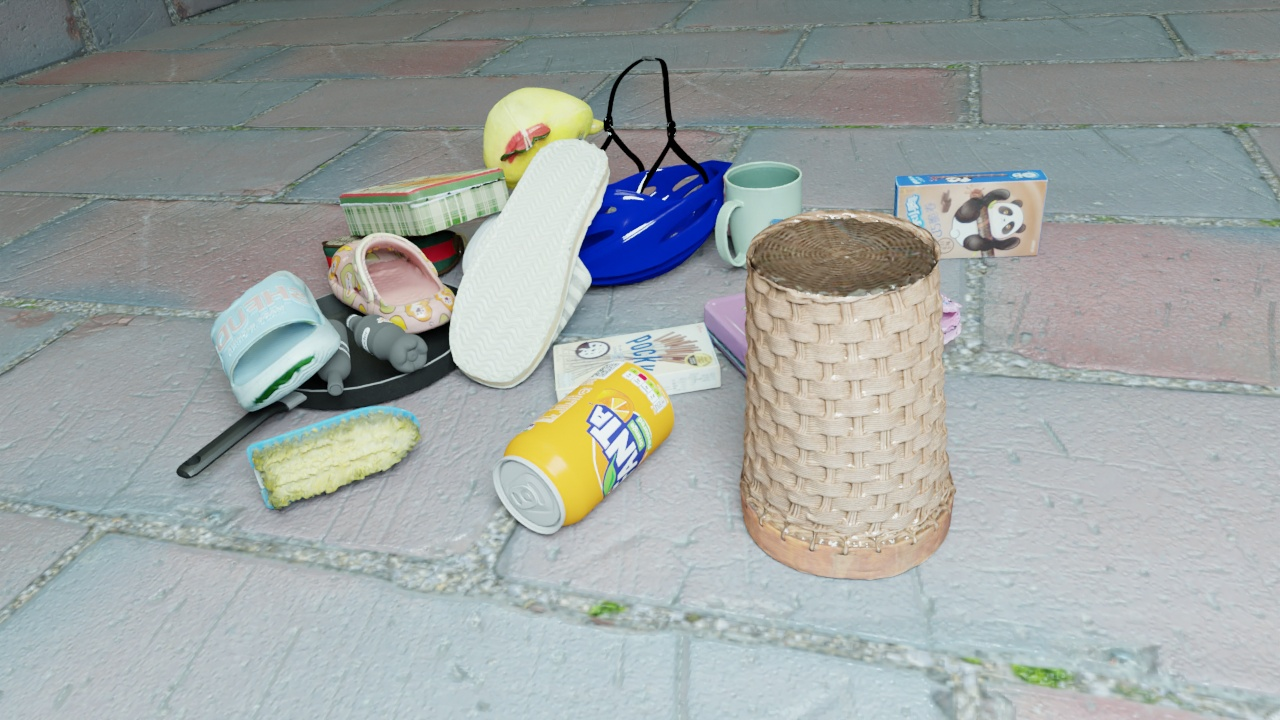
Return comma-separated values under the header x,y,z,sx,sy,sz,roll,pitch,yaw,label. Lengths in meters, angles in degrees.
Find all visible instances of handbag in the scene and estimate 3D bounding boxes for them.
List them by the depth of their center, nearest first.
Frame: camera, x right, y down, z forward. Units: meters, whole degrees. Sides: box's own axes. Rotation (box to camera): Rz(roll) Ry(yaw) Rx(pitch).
x,y,z,sx,sy,sz,roll,pitch,yaw,label
-0.292,-0.134,1.107,0.166,0.063,0.138,-5,22,6,handbag

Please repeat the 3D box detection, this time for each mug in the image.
x,y,z,sx,sy,sz,roll,pitch,yaw,label
0.125,-0.150,1.002,0.111,0.104,0.084,-29,38,-33,mug

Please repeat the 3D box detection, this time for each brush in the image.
x,y,z,sx,sy,sz,roll,pitch,yaw,label
-0.252,0.074,0.767,0.135,0.055,0.075,-20,12,-20,brush

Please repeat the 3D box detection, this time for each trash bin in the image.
x,y,z,sx,sy,sz,roll,pitch,yaw,label
0.140,0.022,0.622,0.151,0.210,0.151,-5,33,3,trash bin

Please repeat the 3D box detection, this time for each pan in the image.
x,y,z,sx,sy,sz,roll,pitch,yaw,label
-0.303,0.013,0.890,0.226,0.034,0.355,8,35,23,pan

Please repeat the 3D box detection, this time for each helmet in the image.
x,y,z,sx,sy,sz,roll,pitch,yaw,label
-0.009,-0.200,0.993,0.241,0.228,0.148,-27,29,-24,helmet

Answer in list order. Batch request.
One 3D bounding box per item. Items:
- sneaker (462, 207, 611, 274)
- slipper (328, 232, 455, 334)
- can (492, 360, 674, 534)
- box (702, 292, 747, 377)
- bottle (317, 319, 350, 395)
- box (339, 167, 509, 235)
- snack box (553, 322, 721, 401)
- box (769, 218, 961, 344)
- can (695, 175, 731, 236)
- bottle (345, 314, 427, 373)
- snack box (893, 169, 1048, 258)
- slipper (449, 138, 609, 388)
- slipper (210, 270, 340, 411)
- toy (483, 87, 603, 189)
x,y,z,sx,sy,sz,roll,pitch,yaw,label
-0.146,-0.148,1.077,0.127,0.121,0.293,-16,22,30,sneaker
-0.258,-0.093,0.949,0.093,0.082,0.197,-26,38,-31,slipper
-0.042,0.065,0.712,0.079,0.079,0.142,16,39,33,can
0.129,-0.003,0.834,0.076,0.036,0.214,-13,32,-17,box
-0.283,0.000,0.845,0.030,0.030,0.113,-15,32,-13,bottle
-0.238,-0.174,1.003,0.117,0.050,0.206,-26,22,-31,box
-0.005,0.005,0.853,0.150,0.026,0.081,-9,31,-3,snack box
0.205,-0.084,0.889,0.084,0.077,0.230,-33,36,-5,box
0.111,-0.182,1.093,0.067,0.067,0.076,-28,37,-30,can
-0.243,-0.021,0.866,0.110,0.036,0.036,24,43,38,bottle
0.350,-0.155,0.984,0.151,0.087,0.034,-1,31,10,snack box
-0.104,-0.099,0.906,0.114,0.054,0.272,16,72,9,slipper
-0.347,-0.033,0.846,0.104,0.074,0.245,-41,33,-4,slipper
-0.111,-0.248,1.031,0.134,0.092,0.207,-33,-5,10,toy
